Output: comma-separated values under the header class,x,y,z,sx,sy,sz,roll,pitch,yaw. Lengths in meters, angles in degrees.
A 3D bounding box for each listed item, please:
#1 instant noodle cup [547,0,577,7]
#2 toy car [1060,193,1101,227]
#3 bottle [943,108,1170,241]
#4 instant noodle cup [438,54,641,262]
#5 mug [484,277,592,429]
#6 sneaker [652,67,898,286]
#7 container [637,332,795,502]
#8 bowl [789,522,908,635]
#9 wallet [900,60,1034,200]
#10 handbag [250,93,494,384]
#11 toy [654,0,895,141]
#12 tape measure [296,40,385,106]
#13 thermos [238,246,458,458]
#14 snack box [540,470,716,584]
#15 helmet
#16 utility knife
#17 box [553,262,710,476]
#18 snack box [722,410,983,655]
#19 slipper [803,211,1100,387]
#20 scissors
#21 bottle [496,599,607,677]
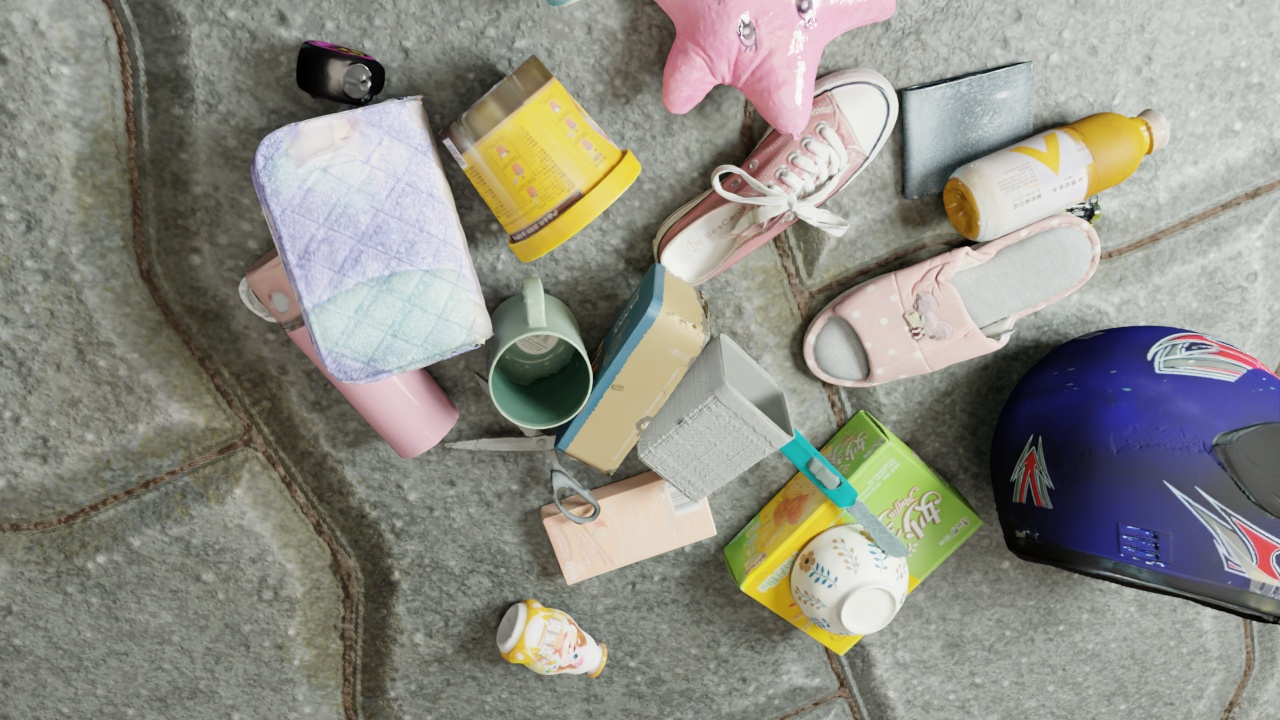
class,x,y,z,sx,sy,sz,roll,pitch,yaw
instant noodle cup,-0.062,-0.316,0.628,0.111,0.111,0.120,-36,124,7
toy car,0.387,-0.115,0.840,0.043,0.036,0.091,-3,117,-9
bottle,0.355,-0.163,0.781,0.189,0.068,0.068,-23,117,-4
instant noodle cup,-0.080,-0.154,0.691,0.118,0.118,0.114,-38,109,7
mug,-0.087,-0.017,0.753,0.082,0.106,0.112,-5,116,-8
sneaker,0.115,-0.140,0.746,0.241,0.087,0.118,-38,115,9
container,0.062,0.055,0.819,0.090,0.090,0.114,40,114,-21
bowl,0.205,0.217,0.866,0.113,0.062,0.114,-5,115,-10
wallet,0.283,-0.198,0.792,0.121,0.019,0.097,-14,119,-6
handbag,-0.198,-0.087,0.682,0.134,0.076,0.194,-19,106,-20
toy,0.100,-0.254,0.691,0.194,0.074,0.178,-19,95,1
tape measure,-0.220,-0.207,0.667,0.058,0.057,0.039,15,109,-8
thermos,-0.242,-0.006,0.755,0.087,0.067,0.198,-22,120,27
snack box,-0.010,0.157,0.894,0.157,0.026,0.084,-18,117,-2
helmet,0.483,0.096,0.845,0.315,0.248,0.240,18,84,-21
utility knife,0.168,0.103,0.851,0.216,0.013,0.029,45,108,8
box,-0.005,0.005,0.763,0.060,0.089,0.185,26,117,-12
snack box,0.211,0.176,0.922,0.157,0.070,0.210,37,103,-23
slipper,0.279,-0.047,0.825,0.275,0.054,0.114,-23,117,11
scissors,-0.084,0.074,0.836,0.159,0.014,0.181,-32,104,-9
bottle,-0.087,0.283,0.918,0.108,0.063,0.063,29,106,-22
